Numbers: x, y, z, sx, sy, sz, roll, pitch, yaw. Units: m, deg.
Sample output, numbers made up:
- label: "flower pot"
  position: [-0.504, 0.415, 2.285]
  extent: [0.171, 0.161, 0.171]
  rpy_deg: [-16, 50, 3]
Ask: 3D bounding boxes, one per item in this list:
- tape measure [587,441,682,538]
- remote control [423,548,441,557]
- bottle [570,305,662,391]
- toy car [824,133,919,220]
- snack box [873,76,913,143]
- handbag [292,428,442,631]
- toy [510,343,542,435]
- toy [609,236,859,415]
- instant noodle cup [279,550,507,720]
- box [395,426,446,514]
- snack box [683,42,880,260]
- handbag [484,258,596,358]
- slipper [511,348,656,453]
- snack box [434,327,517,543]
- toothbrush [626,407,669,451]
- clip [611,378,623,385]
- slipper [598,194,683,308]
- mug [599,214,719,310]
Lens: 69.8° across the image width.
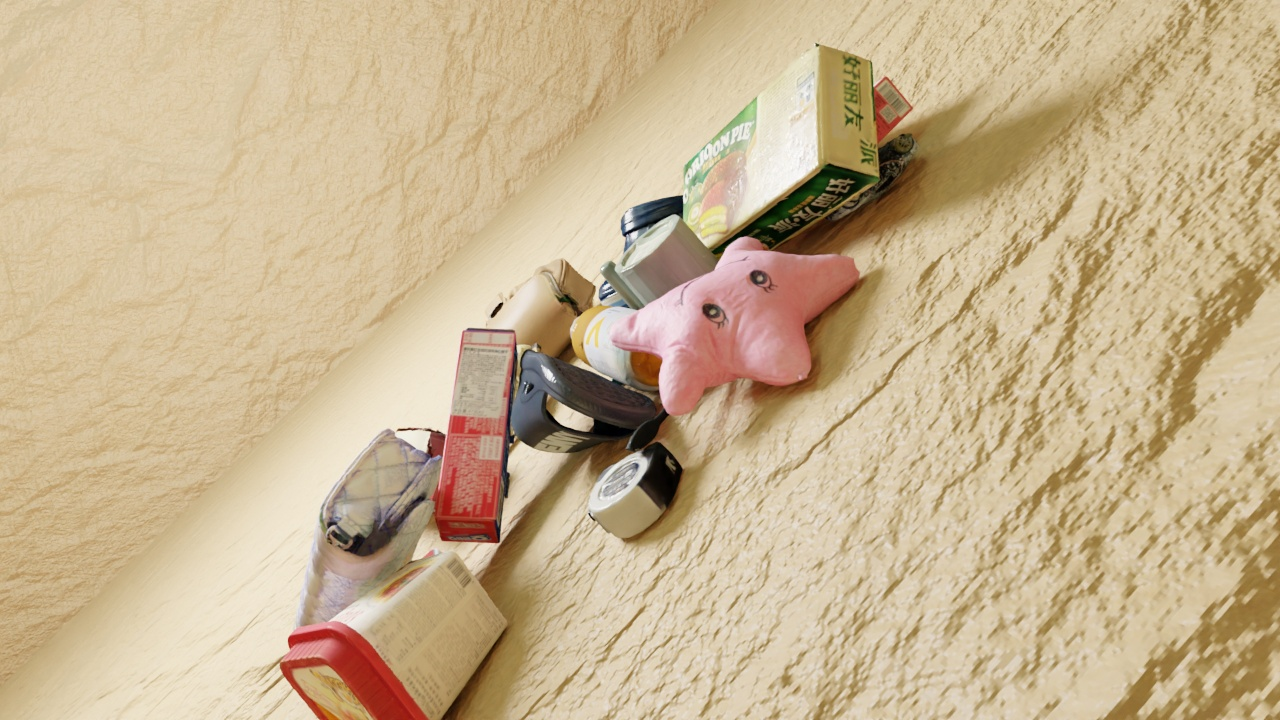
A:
- label: "tape measure"
  position: [-0.006, 0.099, 0.680]
  extent: [0.066, 0.033, 0.065]
  rpy_deg: [-31, 19, 32]
- label: "remote control"
  position: [-0.239, 0.236, 0.877]
  extent: [0.136, 0.020, 0.056]
  rpy_deg: [-42, 19, 3]
- label: "bottle"
  position: [-0.020, -0.017, 0.870]
  extent: [0.068, 0.068, 0.190]
  rpy_deg: [-46, 22, -10]
- label: "toy car"
  position: [0.204, -0.159, 0.814]
  extent: [0.105, 0.031, 0.049]
  rpy_deg: [-43, 4, -5]
- label: "snack box"
  position: [0.183, -0.200, 0.884]
  extent: [0.126, 0.044, 0.113]
  rpy_deg: [-44, 6, -24]
- label: "handbag"
  position: [-0.231, 0.160, 0.778]
  extent: [0.133, 0.075, 0.194]
  rpy_deg: [-59, -3, -48]
- label: "toy"
  position: [-0.154, 0.052, 1.039]
  extent: [0.105, 0.066, 0.157]
  rpy_deg: [-16, 48, 65]
- label: "toy"
  position: [0.084, -0.032, 0.712]
  extent: [0.194, 0.075, 0.178]
  rpy_deg: [-33, 40, -10]
- label: "instant noodle cup"
  position: [-0.174, 0.212, 0.673]
  extent: [0.117, 0.116, 0.123]
  rpy_deg: [-23, 14, 46]
- label: "box"
  position: [-0.238, 0.121, 0.994]
  extent: [0.169, 0.079, 0.091]
  rpy_deg: [-8, 64, 62]
- label: "snack box"
  position: [0.117, -0.171, 0.834]
  extent: [0.241, 0.063, 0.114]
  rpy_deg: [148, 126, -61]
- label: "handbag"
  position: [-0.147, -0.036, 1.157]
  extent: [0.204, 0.100, 0.147]
  rpy_deg: [-49, 18, 7]
- label: "slipper"
  position: [-0.064, 0.046, 0.842]
  extent: [0.083, 0.110, 0.268]
  rpy_deg: [-69, 16, 1]
- label: "snack box"
  position: [-0.151, 0.067, 0.868]
  extent: [0.057, 0.058, 0.207]
  rpy_deg: [96, 176, -56]
- label: "toothbrush"
  position: [0.042, 0.019, 0.741]
  extent: [0.188, 0.014, 0.017]
  rpy_deg: [-43, -1, -42]
- label: "clip"
  position: [-0.006, 0.007, 0.915]
  extent: [0.056, 0.013, 0.038]
  rpy_deg: [-32, 21, 23]
- label: "slipper"
  position: [0.030, -0.151, 1.068]
  extent: [0.105, 0.095, 0.252]
  rpy_deg: [-25, 22, 48]
- label: "mug"
  position: [0.026, -0.068, 0.872]
  extent: [0.124, 0.103, 0.083]
  rpy_deg: [-17, 32, 51]
